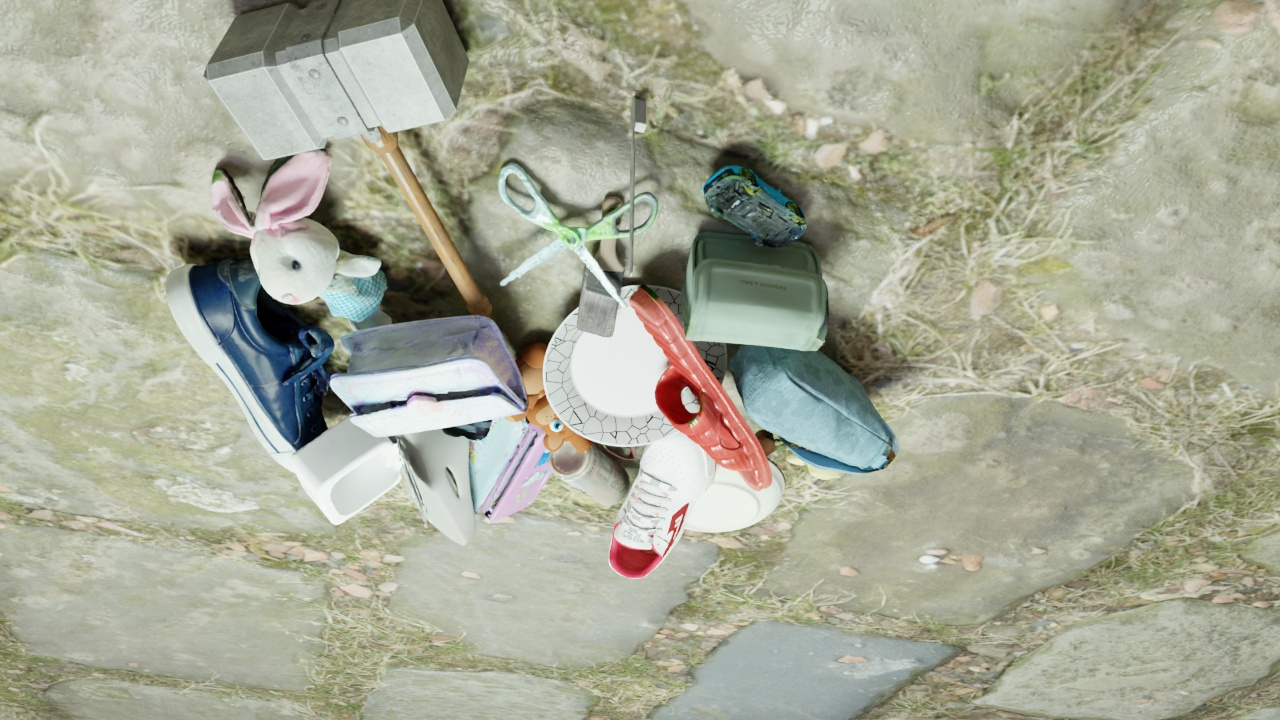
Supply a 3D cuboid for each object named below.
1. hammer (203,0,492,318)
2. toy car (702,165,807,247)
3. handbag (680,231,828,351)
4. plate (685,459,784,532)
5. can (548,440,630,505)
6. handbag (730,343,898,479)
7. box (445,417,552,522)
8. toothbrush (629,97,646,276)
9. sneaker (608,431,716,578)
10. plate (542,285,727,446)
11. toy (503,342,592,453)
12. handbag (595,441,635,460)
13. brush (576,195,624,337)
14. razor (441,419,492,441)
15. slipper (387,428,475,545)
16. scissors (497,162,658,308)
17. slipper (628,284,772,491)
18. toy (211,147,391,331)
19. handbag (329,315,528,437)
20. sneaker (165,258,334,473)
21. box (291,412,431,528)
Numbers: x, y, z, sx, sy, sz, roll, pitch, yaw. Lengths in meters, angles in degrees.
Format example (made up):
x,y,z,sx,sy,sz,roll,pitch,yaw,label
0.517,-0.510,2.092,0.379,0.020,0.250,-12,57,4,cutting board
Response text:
x,y,z,sx,sy,sz,roll,pitch,yaw,label
-0.189,-0.141,0.759,0.163,0.082,0.318,-8,139,13,hammer
0.098,-0.134,0.792,0.105,0.032,0.048,26,134,-33,toy car
0.102,-0.060,0.824,0.122,0.106,0.067,6,137,-5,handbag
0.091,0.173,1.155,0.182,0.034,0.183,2,140,1,plate
-0.058,0.128,1.065,0.054,0.054,0.135,-11,156,15,can
0.167,0.053,0.937,0.191,0.121,0.119,28,115,-31,handbag
-0.155,0.102,1.088,0.092,0.091,0.215,-22,156,-40,box
-0.002,-0.133,0.683,0.010,0.181,0.010,11,145,-15,toothbrush
0.014,0.171,1.071,0.090,0.104,0.237,29,131,11,sneaker
-0.006,0.005,0.937,0.188,0.016,0.189,-5,121,-8,plate
-0.095,0.046,0.966,0.095,0.065,0.128,-38,103,-7,toy
-0.031,0.085,1.053,0.029,0.055,0.120,28,162,35,handbag
-0.033,-0.084,0.850,0.039,0.012,0.151,3,128,-11,brush
-0.190,0.024,0.963,0.053,0.063,0.141,22,133,32,razor
-0.237,0.104,1.060,0.113,0.080,0.266,25,144,40,slipper
-0.061,-0.110,0.818,0.172,0.021,0.172,-27,122,20,scissors
0.048,0.039,0.897,0.059,0.103,0.249,-36,114,-6,slipper
-0.298,-0.079,0.824,0.131,0.105,0.205,-9,137,17,toy
-0.199,0.026,0.878,0.159,0.069,0.126,-8,143,8,handbag
-0.354,0.011,0.946,0.127,0.120,0.295,-16,135,-4,sneaker
-0.283,0.139,0.976,0.107,0.134,0.110,-35,160,-25,box
